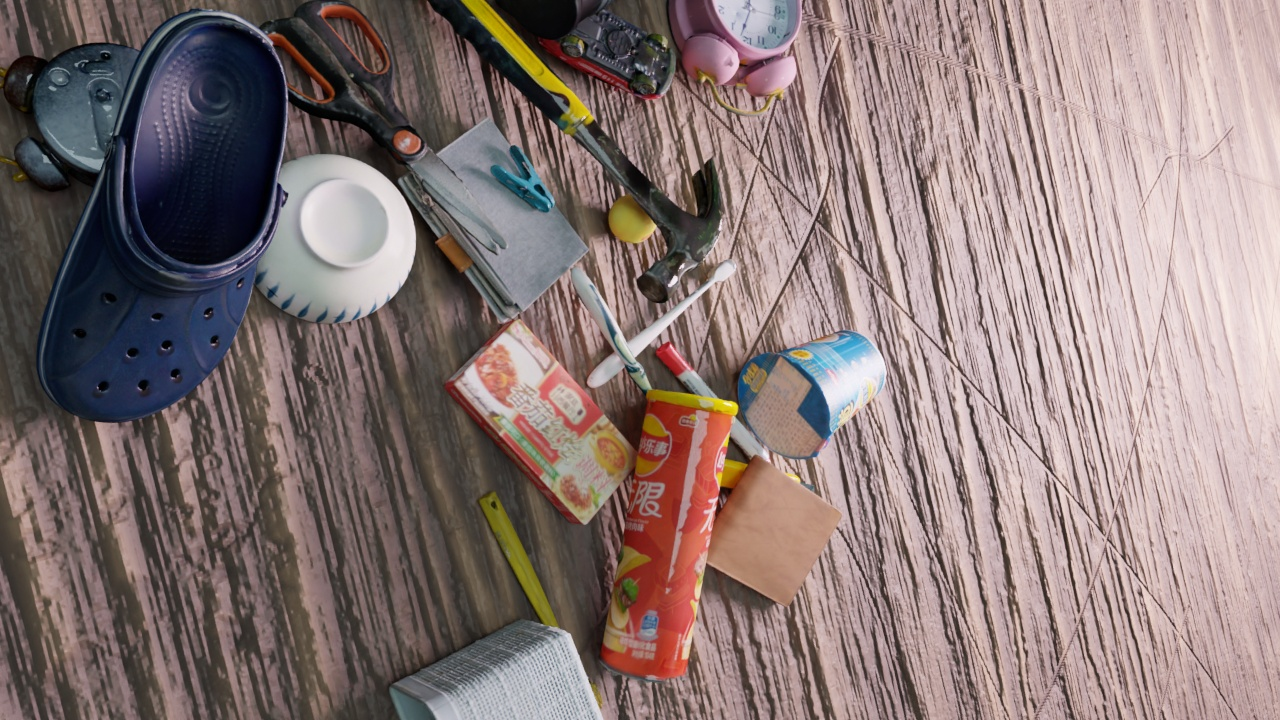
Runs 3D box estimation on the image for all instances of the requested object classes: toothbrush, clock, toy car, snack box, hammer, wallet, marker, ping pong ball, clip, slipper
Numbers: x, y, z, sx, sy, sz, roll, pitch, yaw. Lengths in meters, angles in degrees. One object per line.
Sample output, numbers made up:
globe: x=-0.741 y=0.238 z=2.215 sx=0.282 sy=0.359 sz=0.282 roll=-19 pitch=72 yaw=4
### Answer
toothbrush: x=0.018 y=-0.033 z=0.779 sx=0.179 sy=0.016 sz=0.016 roll=-41 pitch=106 yaw=-25
clock: x=-0.335 y=-0.145 z=0.558 sx=0.121 sy=0.055 sz=0.082 roll=-10 pitch=91 yaw=-30
toy car: x=-0.028 y=-0.257 z=0.757 sx=0.120 sy=0.045 sz=0.052 roll=22 pitch=75 yaw=-21
toothbrush: x=-0.074 y=0.185 z=0.697 sx=0.015 sy=0.017 sz=0.190 roll=-30 pitch=100 yaw=-30
toothbrush: x=-0.004 y=0.004 z=0.744 sx=0.016 sy=0.018 sz=0.191 roll=-41 pitch=113 yaw=-23
snack box: x=-0.073 y=0.048 z=0.708 sx=0.153 sy=0.026 sz=0.075 roll=50 pitch=64 yaw=-16
clock: x=0.088 y=-0.295 z=0.821 sx=0.117 sy=0.060 sz=0.158 roll=5 pitch=84 yaw=-29
hammer: x=-0.060 y=-0.197 z=0.711 sx=0.323 sy=0.032 sz=0.125 roll=45 pitch=58 yaw=-8
wallet: x=0.113 y=0.150 z=0.793 sx=0.115 sy=0.020 sz=0.101 roll=35 pitch=86 yaw=-28
wallet: x=-0.112 y=-0.106 z=0.697 sx=0.130 sy=0.037 sz=0.106 roll=53 pitch=51 yaw=-15
marker: x=0.065 y=0.040 z=0.795 sx=0.145 sy=0.017 sz=0.017 roll=48 pitch=64 yaw=-17
ping pong ball: x=-0.006 y=-0.117 z=0.756 sx=0.040 sy=0.040 sz=0.040 roll=4 pitch=82 yaw=-30
clip: x=-0.086 y=-0.134 z=0.692 sx=0.055 sy=0.013 sz=0.034 roll=48 pitch=52 yaw=-15
slipper: x=-0.262 y=-0.074 z=0.533 sx=0.105 sy=0.095 sz=0.253 roll=15 pitch=99 yaw=-42

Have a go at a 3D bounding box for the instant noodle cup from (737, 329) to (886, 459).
instant noodle cup: x=0.158 y=0.023 z=0.813 sx=0.109 sy=0.099 sz=0.099 roll=-25 pitch=97 yaw=-39

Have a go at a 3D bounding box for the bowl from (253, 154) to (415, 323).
bowl: x=-0.206 y=-0.086 z=0.621 sx=0.116 sy=0.066 sz=0.116 roll=4 pitch=83 yaw=-30

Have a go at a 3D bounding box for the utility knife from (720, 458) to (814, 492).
utility knife: x=0.088 y=0.102 z=0.798 sx=0.176 sy=0.033 sz=0.015 roll=16 pitch=34 yaw=-31

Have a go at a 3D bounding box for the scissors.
scissors: x=-0.162 y=-0.170 z=0.645 sx=0.235 sy=0.022 sz=0.139 roll=29 pitch=62 yaw=-8

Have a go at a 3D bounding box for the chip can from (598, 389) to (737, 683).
chip can: x=0.020 y=0.132 z=0.710 sx=0.073 sy=0.073 sz=0.216 roll=12 pitch=89 yaw=-29

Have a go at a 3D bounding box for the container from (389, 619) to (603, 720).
container: x=-0.097 y=0.243 z=0.637 sx=0.111 sy=0.090 sz=0.090 roll=-24 pitch=97 yaw=-33

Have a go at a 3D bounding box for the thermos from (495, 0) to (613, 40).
thermos: x=-0.028 y=-0.335 z=0.728 sx=0.241 sy=0.090 sz=0.068 roll=-54 pitch=149 yaw=-39
